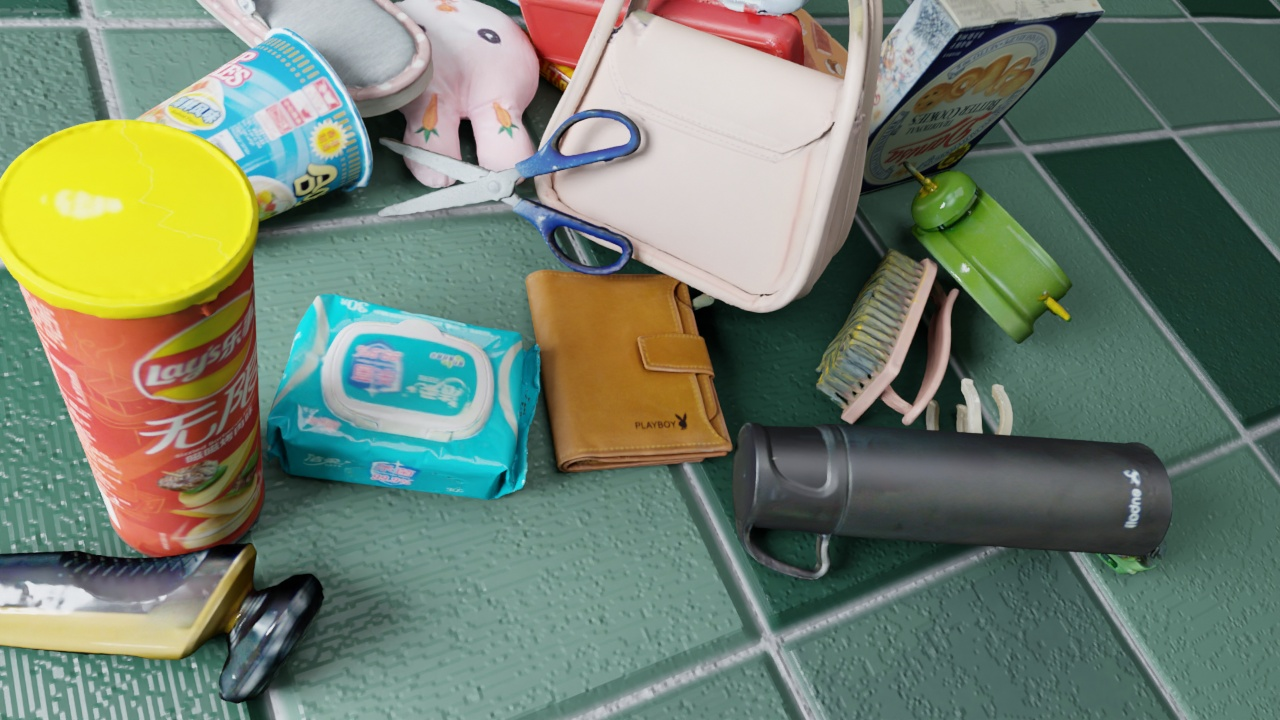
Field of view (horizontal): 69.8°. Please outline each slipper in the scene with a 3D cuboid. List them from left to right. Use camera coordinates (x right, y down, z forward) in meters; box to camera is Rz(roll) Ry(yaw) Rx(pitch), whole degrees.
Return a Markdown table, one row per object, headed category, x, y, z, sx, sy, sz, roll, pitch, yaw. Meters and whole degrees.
| category | x | y | z | sx | sy | sz | roll | pitch | yaw |
| --- | --- | --- | --- | --- | --- | --- | --- | --- | --- |
| slipper | -0.228 | -0.252 | 0.591 | 0.114 | 0.054 | 0.274 | -32 | 63 | -20 |

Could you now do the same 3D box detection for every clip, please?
| category | x | y | z | sx | sy | sz | roll | pitch | yaw |
| --- | --- | --- | --- | --- | --- | --- | --- | --- | --- |
| clip | 0.217 | 0.066 | 0.619 | 0.034 | 0.087 | 0.104 | 8 | 83 | -20 |

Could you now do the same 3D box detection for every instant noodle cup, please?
| category | x | y | z | sx | sy | sz | roll | pitch | yaw |
| --- | --- | --- | --- | --- | --- | --- | --- | --- | --- |
| instant noodle cup | -0.223 | -0.117 | 0.511 | 0.099 | 0.099 | 0.109 | 44 | 59 | 9 |

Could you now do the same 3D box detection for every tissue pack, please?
| category | x | y | z | sx | sy | sz | roll | pitch | yaw |
| --- | --- | --- | --- | --- | --- | --- | --- | --- | --- |
| tissue pack | -0.120 | 0.020 | 0.484 | 0.133 | 0.050 | 0.093 | 11 | 53 | -17 |

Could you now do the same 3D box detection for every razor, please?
| category | x | y | z | sx | sy | sz | roll | pitch | yaw |
| --- | --- | --- | --- | --- | --- | --- | --- | --- | --- |
| razor | -0.223 | 0.108 | 0.385 | 0.167 | 0.062 | 0.067 | 7 | 87 | -13 |

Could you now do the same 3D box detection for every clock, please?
| category | x | y | z | sx | sy | sz | roll | pitch | yaw |
| --- | --- | --- | --- | --- | --- | --- | --- | --- | --- |
| clock | 0.247 | -0.085 | 0.673 | 0.161 | 0.056 | 0.116 | 49 | 18 | 8 |

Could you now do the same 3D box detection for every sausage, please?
| category | x | y | z | sx | sy | sz | roll | pitch | yaw |
| --- | --- | --- | --- | --- | --- | --- | --- | --- | --- |
| sausage | -0.062 | -0.217 | 0.689 | 0.165 | 0.022 | 0.021 | 35 | 51 | 3 |

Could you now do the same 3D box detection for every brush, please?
| category | x | y | z | sx | sy | sz | roll | pitch | yaw |
| --- | --- | --- | --- | --- | --- | --- | --- | --- | --- |
| brush | 0.178 | -0.020 | 0.632 | 0.073 | 0.063 | 0.145 | 31 | 49 | 4 |

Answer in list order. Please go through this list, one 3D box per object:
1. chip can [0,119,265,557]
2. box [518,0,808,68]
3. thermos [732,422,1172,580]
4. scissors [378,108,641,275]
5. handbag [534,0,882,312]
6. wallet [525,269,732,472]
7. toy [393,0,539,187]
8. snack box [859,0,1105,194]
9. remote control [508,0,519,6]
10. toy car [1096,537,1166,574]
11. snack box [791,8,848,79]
| category | x | y | z | sx | sy | sz | roll | pitch | yaw |
| --- | --- | --- | --- | --- | --- | --- | --- | --- | --- |
| chip can | -0.185 | 0.010 | 0.356 | 0.073 | 0.217 | 0.073 | 10 | 55 | -15 |
| box | 0.024 | -0.249 | 0.625 | 0.201 | 0.095 | 0.100 | 18 | 69 | 18 |
| thermos | 0.177 | 0.085 | 0.541 | 0.242 | 0.068 | 0.090 | 3 | 94 | -6 |
| scissors | -0.072 | -0.109 | 0.556 | 0.162 | 0.163 | 0.012 | 42 | 16 | -6 |
| handbag | 0.052 | -0.164 | 0.553 | 0.193 | 0.235 | 0.093 | 24 | 30 | 14 |
| wallet | -0.003 | 0.003 | 0.560 | 0.119 | 0.035 | 0.130 | -4 | 59 | -18 |
| toy | -0.123 | -0.186 | 0.623 | 0.121 | 0.054 | 0.159 | -7 | 66 | -23 |
| snack box | 0.231 | -0.206 | 0.703 | 0.177 | 0.183 | 0.045 | -19 | 69 | -33 |
| remote control | -0.087 | -0.302 | 0.730 | 0.125 | 0.024 | 0.048 | 27 | 55 | 3 |
| toy car | 0.311 | 0.103 | 0.621 | 0.043 | 0.036 | 0.091 | -29 | 74 | -34 |
| snack box | 0.098 | -0.200 | 0.699 | 0.094 | 0.093 | 0.077 | -32 | 75 | -36 |
